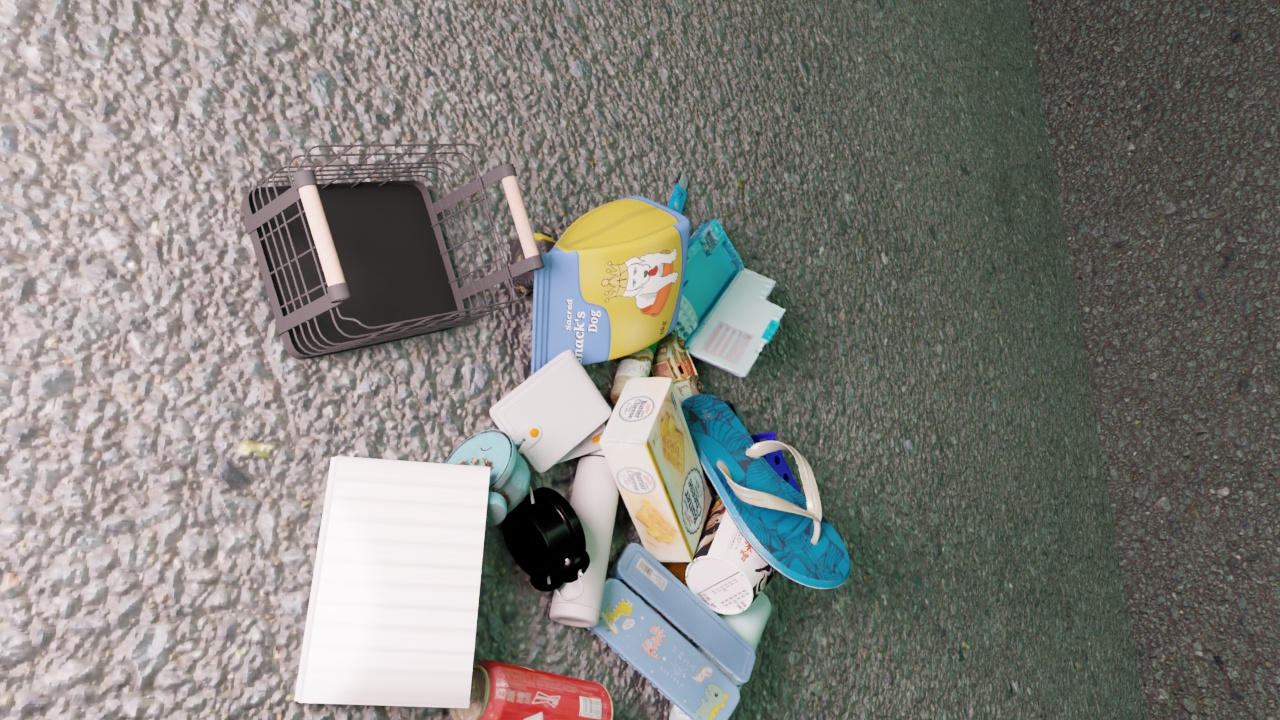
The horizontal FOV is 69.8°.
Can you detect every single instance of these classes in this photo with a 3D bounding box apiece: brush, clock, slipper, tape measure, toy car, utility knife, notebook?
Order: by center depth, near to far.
[{"bbox_3d":[-0.213,0.191,0.806,0.142,0.009,0.209,5,69,-9],"label":"notebook"},{"bbox_3d":[-0.157,0.126,0.897,0.053,0.090,0.124,53,43,-37],"label":"clock"},{"bbox_3d":[-0.095,0.190,0.941,0.042,0.091,0.120,-24,84,-40],"label":"clock"},{"bbox_3d":[-0.119,-0.110,1.039,0.038,0.063,0.067,14,68,-45],"label":"tape measure"},{"bbox_3d":[0.039,0.303,1.112,0.048,0.017,0.126,38,51,-34],"label":"brush"},{"bbox_3d":[0.149,0.148,1.112,0.118,0.060,0.295,-22,65,-33],"label":"slipper"},{"bbox_3d":[0.040,0.012,1.191,0.047,0.047,0.112,-36,105,-51],"label":"toy car"},{"bbox_3d":[0.045,-0.205,1.297,0.031,0.015,0.174,45,46,-35],"label":"utility knife"}]

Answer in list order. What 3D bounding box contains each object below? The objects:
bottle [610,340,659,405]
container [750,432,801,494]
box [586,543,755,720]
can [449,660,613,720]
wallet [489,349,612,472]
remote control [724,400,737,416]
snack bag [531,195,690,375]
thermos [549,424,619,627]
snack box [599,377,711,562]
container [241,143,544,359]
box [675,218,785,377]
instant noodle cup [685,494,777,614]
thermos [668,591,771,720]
[{"bbox_3d":[-0.007,0.007,1.143,0.043,0.043,0.110,41,50,-33],"label":"bottle"},{"bbox_3d":[0.158,0.170,1.243,0.084,0.085,0.113,-42,110,-46],"label":"container"},{"bbox_3d":[0.038,0.313,1.045,0.209,0.034,0.127,42,45,-2],"label":"box"},{"bbox_3d":[-0.103,0.339,0.899,0.170,0.067,0.067,29,56,-40],"label":"can"},{"bbox_3d":[-0.090,0.069,1.000,0.118,0.038,0.115,-39,108,-21],"label":"wallet"},{"bbox_3d":[0.091,0.096,1.239,0.149,0.022,0.047,-26,97,-50],"label":"remote control"},{"bbox_3d":[-0.046,-0.081,1.041,0.204,0.102,0.159,-30,139,-40],"label":"snack bag"},{"bbox_3d":[-0.055,0.179,1.020,0.052,0.052,0.223,33,54,-38],"label":"thermos"},{"bbox_3d":[0.023,0.131,1.066,0.104,0.058,0.208,-66,146,-44],"label":"snack box"},{"bbox_3d":[-0.229,-0.108,0.859,0.240,0.131,0.163,-17,90,-50],"label":"container"},{"bbox_3d":[0.105,-0.081,1.281,0.182,0.072,0.226,41,46,-3],"label":"box"},{"bbox_3d":[0.118,0.241,1.134,0.123,0.124,0.121,62,36,-13],"label":"instant noodle cup"},{"bbox_3d":[0.098,0.372,1.119,0.206,0.065,0.078,-57,136,-43],"label":"thermos"}]
